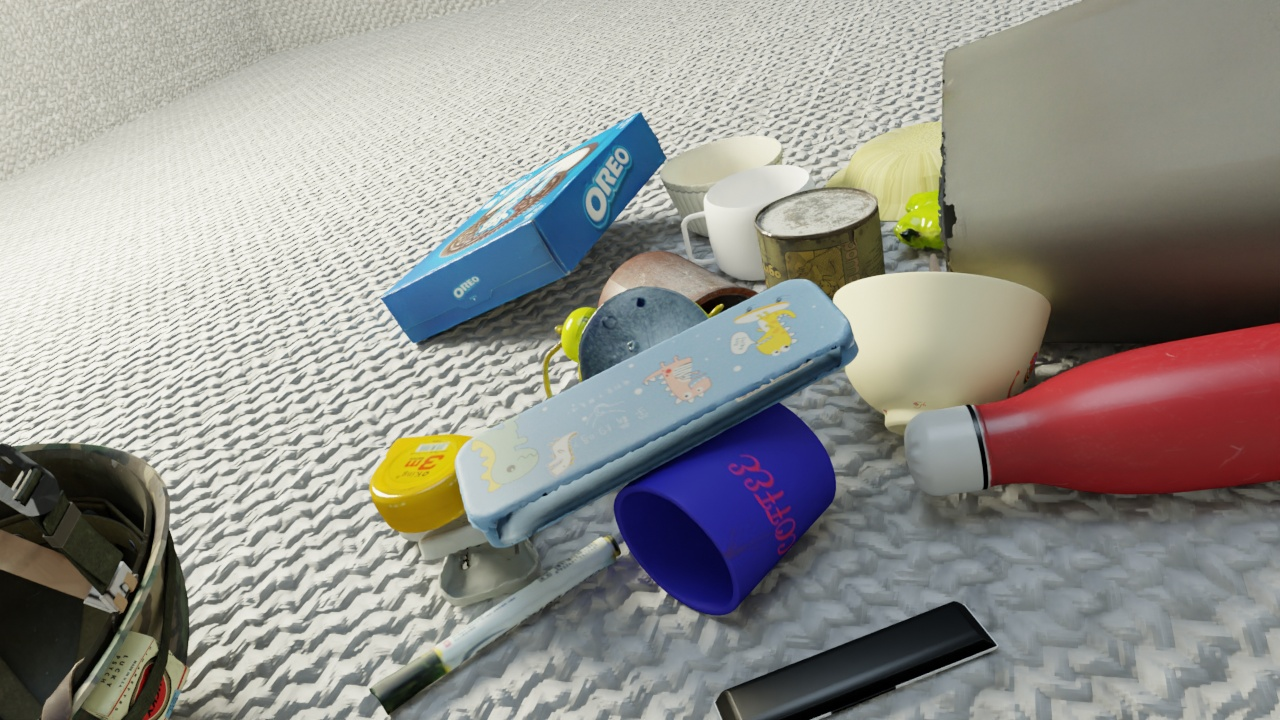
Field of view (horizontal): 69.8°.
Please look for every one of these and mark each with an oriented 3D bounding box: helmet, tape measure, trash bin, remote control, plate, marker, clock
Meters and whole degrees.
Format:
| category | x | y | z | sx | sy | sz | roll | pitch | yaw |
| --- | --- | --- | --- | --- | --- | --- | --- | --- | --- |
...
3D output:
| category | x | y | z | sx | sy | sz | roll | pitch | yaw |
| --- | --- | --- | --- | --- | --- | --- | --- | --- | --- |
| helmet | -0.305 | 0.121 | 0.403 | 0.193 | 0.237 | 0.223 | 2 | 28 | 3 |
| tape measure | -0.113 | 0.067 | 0.496 | 0.068 | 0.030 | 0.058 | -7 | 33 | 23 |
| trash bin | 0.299 | -0.107 | 0.513 | 0.221 | 0.197 | 0.197 | -6 | 64 | 32 |
| remote control | 0.094 | 0.136 | 0.404 | 0.124 | 0.012 | 0.028 | -19 | 30 | -5 |
| plate | 0.258 | -0.185 | 0.841 | 0.184 | 0.036 | 0.184 | -12 | 30 | 7 |
| marker | -0.072 | 0.136 | 0.482 | 0.146 | 0.017 | 0.017 | -30 | 32 | -22 |
| clock | -0.003 | 0.003 | 0.531 | 0.119 | 0.083 | 0.057 | -12 | -3 | 15 |

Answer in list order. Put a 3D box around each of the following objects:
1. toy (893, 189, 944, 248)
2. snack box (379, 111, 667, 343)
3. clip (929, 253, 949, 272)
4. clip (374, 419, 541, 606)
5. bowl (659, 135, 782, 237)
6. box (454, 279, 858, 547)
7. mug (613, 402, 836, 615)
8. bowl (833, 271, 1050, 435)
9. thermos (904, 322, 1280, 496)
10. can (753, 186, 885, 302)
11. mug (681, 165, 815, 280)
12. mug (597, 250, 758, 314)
| category | x | y | z | sx | sy | sz | roll | pitch | yaw |
| --- | --- | --- | --- | --- | --- | --- | --- | --- | --- |
| toy | 0.243 | -0.116 | 0.733 | 0.094 | 0.036 | 0.093 | -14 | 26 | -3 |
| snack box | -0.101 | -0.125 | 0.842 | 0.196 | 0.056 | 0.238 | -20 | 25 | 35 |
| clip | 0.222 | -0.056 | 0.655 | 0.049 | 0.026 | 0.061 | 17 | 45 | 42 |
| clip | -0.098 | 0.073 | 0.551 | 0.125 | 0.089 | 0.150 | -18 | 19 | 2 |
| bowl | 0.081 | -0.160 | 0.861 | 0.115 | 0.062 | 0.115 | -13 | 30 | 7 |
| box | 0.004 | 0.020 | 0.455 | 0.210 | 0.052 | 0.067 | -28 | 18 | 0 |
| mug | 0.034 | 0.074 | 0.482 | 0.083 | 0.079 | 0.111 | -38 | 13 | -33 |
| bowl | 0.166 | 0.004 | 0.518 | 0.118 | 0.118 | 0.074 | 1 | 76 | 28 |
| thermos | 0.252 | 0.029 | 0.445 | 0.240 | 0.073 | 0.073 | -10 | 30 | 12 |
| can | 0.135 | -0.078 | 0.684 | 0.090 | 0.075 | 0.089 | -12 | 29 | 6 |
| mug | 0.093 | -0.112 | 0.768 | 0.116 | 0.068 | 0.094 | -13 | 30 | 6 |
| mug | 0.044 | -0.019 | 0.631 | 0.122 | 0.096 | 0.110 | 10 | 20 | -31 |
